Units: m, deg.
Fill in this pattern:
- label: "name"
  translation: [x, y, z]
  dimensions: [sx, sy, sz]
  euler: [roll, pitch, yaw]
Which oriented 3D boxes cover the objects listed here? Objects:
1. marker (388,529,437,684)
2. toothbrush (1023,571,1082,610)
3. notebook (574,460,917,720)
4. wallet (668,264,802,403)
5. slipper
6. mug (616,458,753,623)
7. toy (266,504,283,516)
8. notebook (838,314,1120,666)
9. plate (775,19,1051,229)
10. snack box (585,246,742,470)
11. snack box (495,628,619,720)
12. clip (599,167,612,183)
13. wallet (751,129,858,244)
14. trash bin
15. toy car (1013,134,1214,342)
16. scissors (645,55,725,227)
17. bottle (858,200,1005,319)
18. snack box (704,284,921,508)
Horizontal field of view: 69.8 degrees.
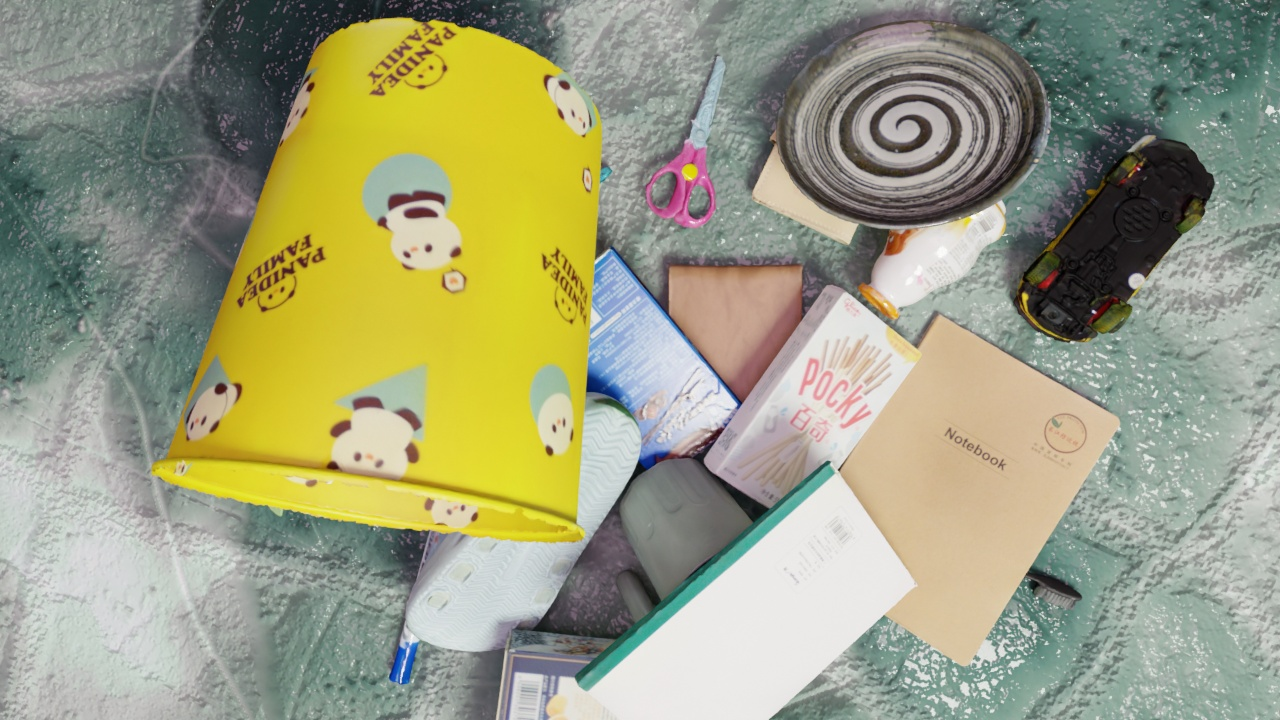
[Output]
- label: "marker"
  translation: [-0.170, 0.182, 0.720]
  dimensions: [0.017, 0.017, 0.146]
  euler: [16, 91, 8]
- label: "toothbrush"
  translation: [0.224, 0.142, 0.668]
  dimensions: [0.189, 0.014, 0.016]
  euler: [19, 117, 9]
- label: "notebook"
  translation: [0.077, 0.177, 0.604]
  dimensions: [0.209, 0.012, 0.150]
  euler: [-40, 123, -2]
- label: "wallet"
  translation: [0.070, -0.015, 0.689]
  dimensions: [0.101, 0.020, 0.115]
  euler: [1, 92, 7]
- label: "slipper"
  translation: [-0.092, 0.116, 0.666]
  dimensions: [0.246, 0.104, 0.074]
  euler: [-54, 39, 17]
- label: "mug"
  translation: [0.030, 0.145, 0.641]
  dimensions: [0.083, 0.103, 0.124]
  euler: [18, 110, -33]
- label: "toy"
  translation: [-0.187, 0.008, 0.683]
  dimensions: [0.246, 0.090, 0.227]
  euler: [-29, 103, -1]
- label: "notebook"
  translation: [0.224, 0.091, 0.660]
  dimensions: [0.148, 0.008, 0.207]
  euler: [32, 90, 10]
- label: "plate"
  translation: [0.185, -0.160, 0.633]
  dimensions: [0.179, 0.024, 0.179]
  euler: [-6, 63, 13]
- label: "snack box"
  translation: [-0.004, 0.004, 0.664]
  dimensions: [0.084, 0.026, 0.157]
  euler: [-39, 100, 8]
- label: "snack box"
  translation: [-0.018, 0.298, 0.664]
  dimensions: [0.182, 0.046, 0.178]
  euler: [8, 91, -6]
- label: "clip"
  translation: [-0.047, -0.135, 0.710]
  dimensions: [0.056, 0.014, 0.043]
  euler: [-39, 84, 7]
- label: "wallet"
  translation: [0.140, -0.155, 0.680]
  dimensions: [0.087, 0.024, 0.115]
  euler: [26, 93, 3]
- label: "trash bin"
  translation: [-0.129, -0.036, 0.539]
  dimensions: [0.230, 0.230, 0.255]
  euler: [5, 74, 8]
- label: "toy car"
  translation: [0.331, -0.082, 0.641]
  dimensions: [0.071, 0.041, 0.156]
  euler: [37, 96, 7]
- label: "scissors"
  translation: [0.042, -0.168, 0.697]
  dimensions: [0.057, 0.017, 0.133]
  euler: [15, 88, -6]
- label: "bottle"
  translation: [0.204, -0.080, 0.648]
  dimensions: [0.063, 0.063, 0.108]
  euler: [43, 94, 6]
- label: "snack box"
  translation: [0.123, 0.033, 0.658]
  dimensions: [0.084, 0.027, 0.157]
  euler: [34, 95, -24]
